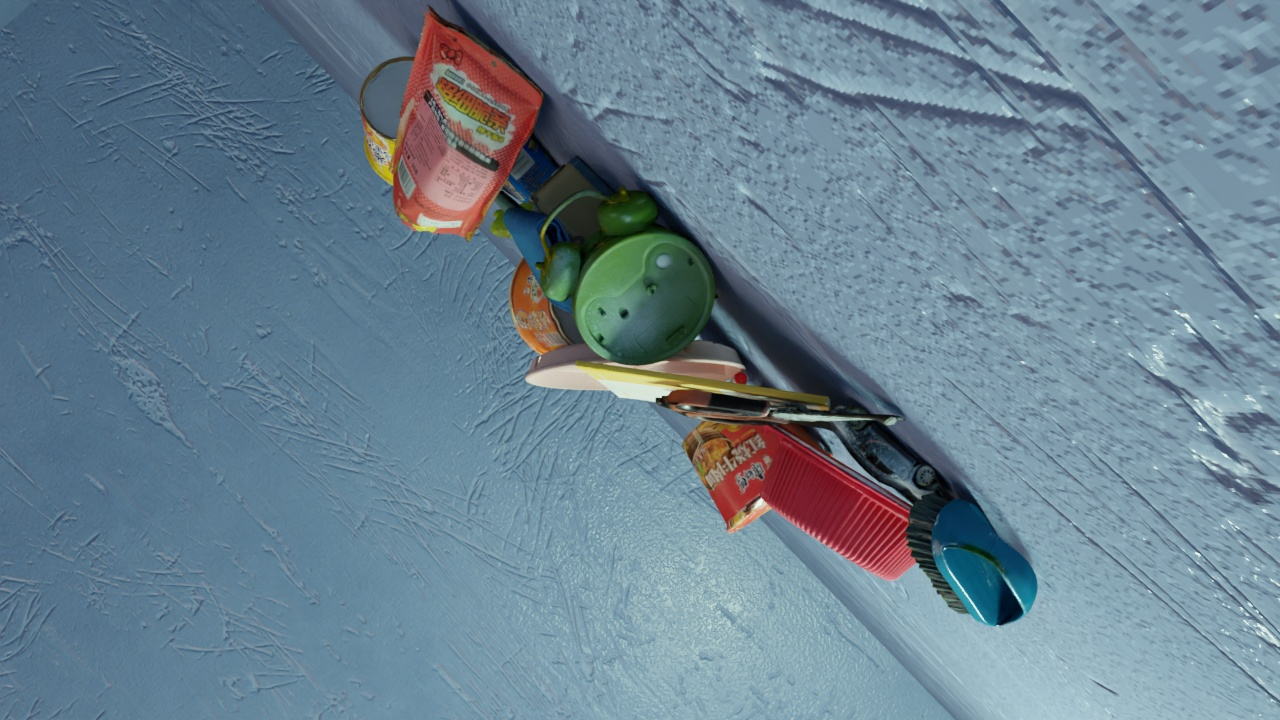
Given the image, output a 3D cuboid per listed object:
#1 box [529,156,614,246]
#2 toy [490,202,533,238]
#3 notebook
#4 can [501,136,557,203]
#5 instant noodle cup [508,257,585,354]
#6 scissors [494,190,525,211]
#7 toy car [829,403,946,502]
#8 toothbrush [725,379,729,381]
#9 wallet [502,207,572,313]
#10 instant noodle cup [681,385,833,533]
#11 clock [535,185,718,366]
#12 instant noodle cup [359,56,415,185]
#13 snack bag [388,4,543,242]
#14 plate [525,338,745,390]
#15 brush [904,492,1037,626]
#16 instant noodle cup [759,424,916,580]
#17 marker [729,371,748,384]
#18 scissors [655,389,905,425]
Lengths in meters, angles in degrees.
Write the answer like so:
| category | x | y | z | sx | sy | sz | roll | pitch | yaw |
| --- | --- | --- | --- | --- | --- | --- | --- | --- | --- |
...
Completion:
| category | x | y | z | sx | sy | sz | roll | pitch | yaw |
| --- | --- | --- | --- | --- | --- | --- | --- | --- | --- |
| box | -0.017 | -0.098 | 0.846 | 0.184 | 0.063 | 0.090 | 43 | 176 | 7 |
| toy | -0.116 | -0.160 | 1.034 | 0.097 | 0.099 | 0.031 | 21 | 131 | 21 |
| notebook | 0.061 | 0.031 | 0.786 | 0.206 | 0.010 | 0.146 | 8 | 170 | 15 |
| can | -0.140 | -0.215 | 0.948 | 0.083 | 0.057 | 0.102 | 47 | 176 | -37 |
| instant noodle cup | -0.061 | -0.068 | 1.027 | 0.151 | 0.151 | 0.111 | 47 | 167 | -18 |
| scissors | -0.155 | -0.180 | 0.930 | 0.174 | 0.019 | 0.170 | 42 | 179 | 31 |
| toy car | 0.187 | 0.075 | 0.706 | 0.105 | 0.031 | 0.049 | 42 | 177 | 22 |
| toothbrush | 0.134 | 0.056 | 1.097 | 0.016 | 0.016 | 0.180 | 44 | 176 | 46 |
| wallet | -0.076 | -0.089 | 0.826 | 0.106 | 0.040 | 0.133 | 58 | 170 | -22 |
| instant noodle cup | 0.118 | 0.101 | 0.978 | 0.108 | 0.138 | 0.138 | 53 | 178 | 16 |
| clock | -0.013 | -0.069 | 0.736 | 0.161 | 0.116 | 0.056 | 45 | -173 | -32 |
| instant noodle cup | -0.267 | -0.283 | 1.083 | 0.138 | 0.138 | 0.110 | 45 | 168 | 5 |
| snack bag | -0.163 | -0.197 | 0.811 | 0.128 | 0.073 | 0.208 | 43 | 141 | 1 |
| plate | -0.006 | 0.006 | 0.959 | 0.229 | 0.229 | 0.028 | 76 | -169 | -81 |
| brush | 0.250 | 0.151 | 0.673 | 0.074 | 0.055 | 0.144 | 13 | 151 | 49 |
| instant noodle cup | 0.173 | 0.125 | 0.780 | 0.194 | 0.066 | 0.194 | 31 | 180 | 0 |
| marker | 0.100 | 0.030 | 0.994 | 0.017 | 0.017 | 0.145 | 45 | 173 | 6 |
| scissors | 0.097 | 0.037 | 0.701 | 0.182 | 0.015 | 0.209 | 12 | 170 | -3 |
